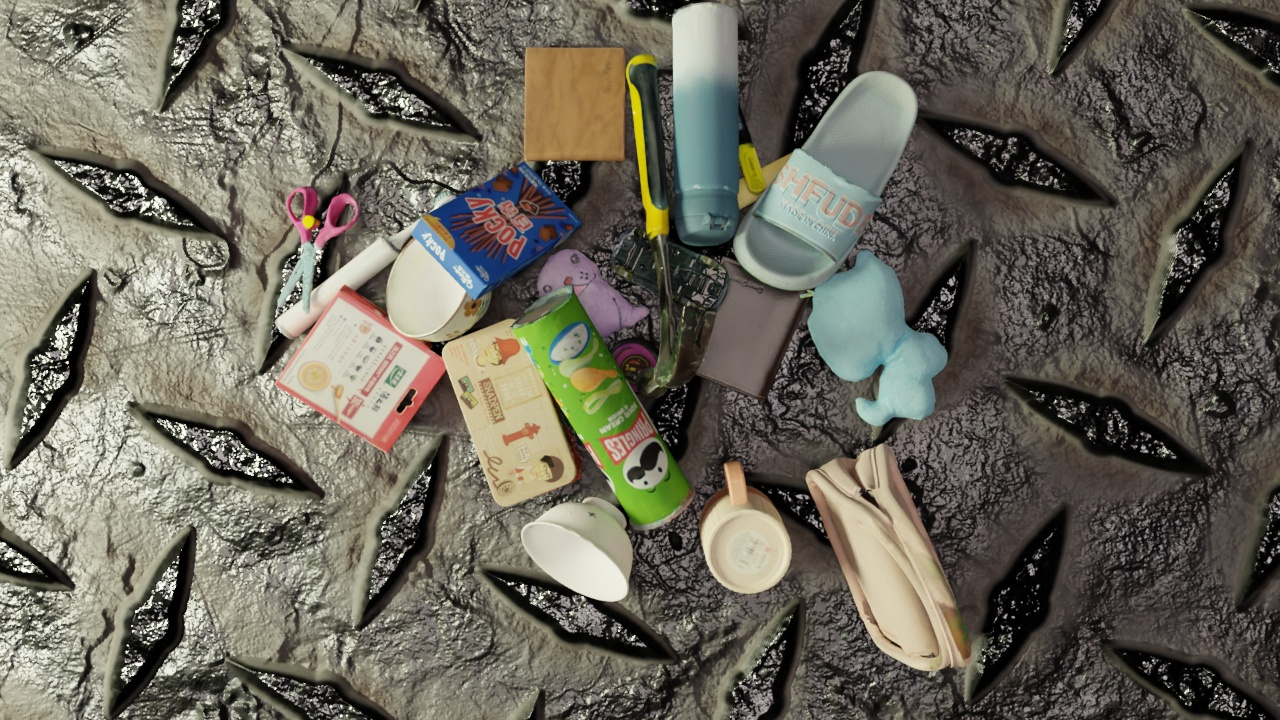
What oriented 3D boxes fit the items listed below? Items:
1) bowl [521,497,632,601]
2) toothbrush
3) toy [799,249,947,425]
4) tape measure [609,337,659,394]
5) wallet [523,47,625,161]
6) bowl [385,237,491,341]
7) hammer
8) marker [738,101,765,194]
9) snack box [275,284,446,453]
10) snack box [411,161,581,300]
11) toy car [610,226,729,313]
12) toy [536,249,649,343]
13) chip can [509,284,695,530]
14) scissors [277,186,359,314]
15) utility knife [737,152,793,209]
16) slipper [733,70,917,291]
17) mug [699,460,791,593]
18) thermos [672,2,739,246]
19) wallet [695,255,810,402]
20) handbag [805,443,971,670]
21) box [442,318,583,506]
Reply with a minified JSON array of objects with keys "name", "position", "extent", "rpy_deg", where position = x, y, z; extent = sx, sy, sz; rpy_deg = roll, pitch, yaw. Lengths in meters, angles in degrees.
[{"name":"bowl","position":[-0.050,0.174,0.898],"extent":[0.118,0.119,0.064],"rpy_deg":[34,54,0]},{"name":"toothbrush","position":[-0.272,-0.098,0.918],"extent":[0.221,0.027,0.026],"rpy_deg":[-38,50,3]},{"name":"toy","position":[0.225,-0.022,0.893],"extent":[0.156,0.050,0.161],"rpy_deg":[17,90,-3]},{"name":"tape measure","position":[-0.005,0.005,0.908],"extent":[0.057,0.039,0.058],"rpy_deg":[-10,99,9]},{"name":"wallet","position":[-0.065,-0.254,0.909],"extent":[0.101,0.020,0.115],"rpy_deg":[-1,90,0]},{"name":"bowl","position":[-0.185,-0.068,0.889],"extent":[0.114,0.062,0.113],"rpy_deg":[-13,67,32]},{"name":"hammer","position":[0.018,-0.134,0.849],"extent":[0.031,0.126,0.323],"rpy_deg":[1,75,-23]},{"name":"marker","position":[0.098,-0.222,0.899],"extent":[0.018,0.015,0.124],"rpy_deg":[-17,84,2]},{"name":"snack box","position":[-0.271,0.008,0.907],"extent":[0.127,0.044,0.113],"rpy_deg":[35,93,-15]},{"name":"snack box","position":[-0.130,-0.125,0.859],"extent":[0.084,0.156,0.026],"rpy_deg":[47,134,0]},{"name":"toy car","position":[0.029,-0.088,0.904],"extent":[0.121,0.036,0.054],"rpy_deg":[26,92,12]},{"name":"toy","position":[-0.057,-0.060,0.906],"extent":[0.084,0.039,0.108],"rpy_deg":[-42,91,1]},{"name":"chip can","position":[-0.035,0.047,0.868],"extent":[0.072,0.072,0.236],"rpy_deg":[-29,105,3]},{"name":"scissors","position":[-0.319,-0.110,0.913],"extent":[0.096,0.017,0.137],"rpy_deg":[-2,80,7]},{"name":"utility knife","position":[0.116,-0.171,0.907],"extent":[0.173,0.019,0.031],"rpy_deg":[-28,96,4]},{"name":"slipper","position":[0.185,-0.172,0.866],"extent":[0.104,0.074,0.245],"rpy_deg":[34,84,-2]},{"name":"mug","position":[0.097,0.155,0.878],"extent":[0.082,0.106,0.114],"rpy_deg":[-7,93,2]},{"name":"thermos","position":[0.061,-0.221,0.871],"extent":[0.070,0.070,0.220],"rpy_deg":[0,86,2]},{"name":"wallet","position":[0.103,-0.031,0.914],"extent":[0.096,0.020,0.122],"rpy_deg":[23,91,1]},{"name":"handbag","position":[0.232,0.184,0.811],"extent":[0.093,0.234,0.193],"rpy_deg":[-23,92,4]},{"name":"box","position":[-0.120,0.051,0.902],"extent":[0.091,0.079,0.168],"rpy_deg":[-21,86,3]}]
